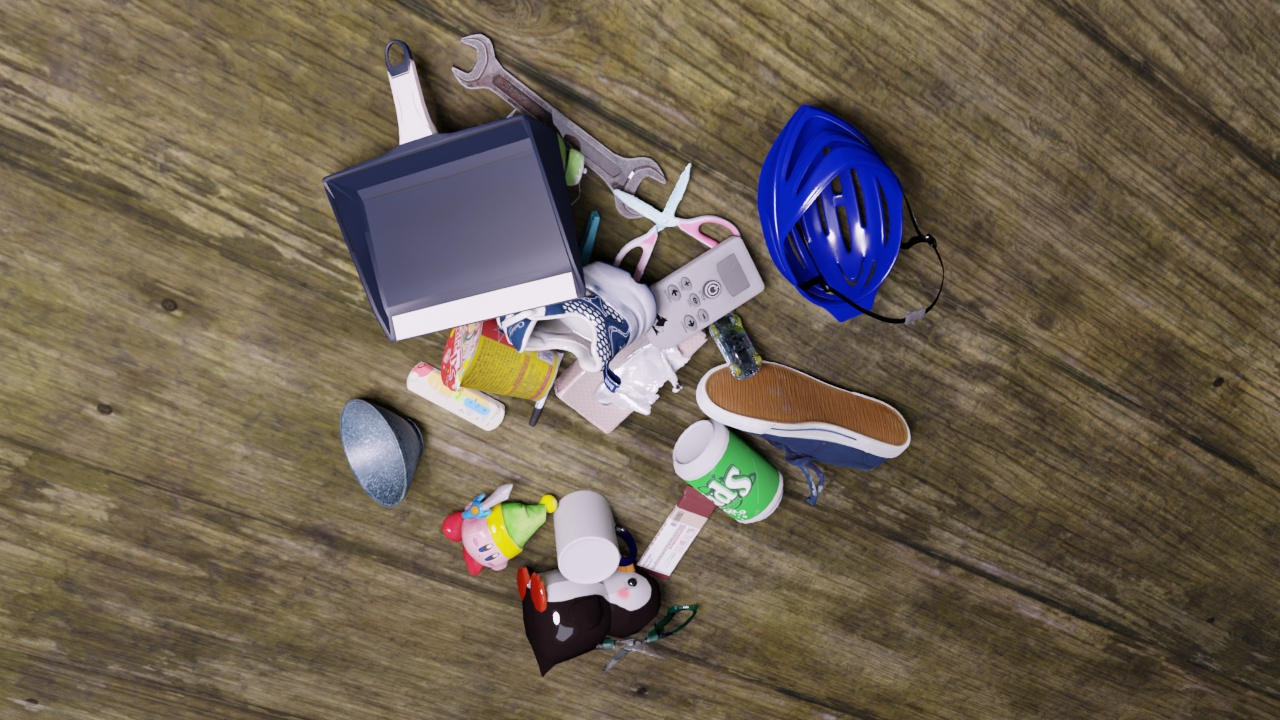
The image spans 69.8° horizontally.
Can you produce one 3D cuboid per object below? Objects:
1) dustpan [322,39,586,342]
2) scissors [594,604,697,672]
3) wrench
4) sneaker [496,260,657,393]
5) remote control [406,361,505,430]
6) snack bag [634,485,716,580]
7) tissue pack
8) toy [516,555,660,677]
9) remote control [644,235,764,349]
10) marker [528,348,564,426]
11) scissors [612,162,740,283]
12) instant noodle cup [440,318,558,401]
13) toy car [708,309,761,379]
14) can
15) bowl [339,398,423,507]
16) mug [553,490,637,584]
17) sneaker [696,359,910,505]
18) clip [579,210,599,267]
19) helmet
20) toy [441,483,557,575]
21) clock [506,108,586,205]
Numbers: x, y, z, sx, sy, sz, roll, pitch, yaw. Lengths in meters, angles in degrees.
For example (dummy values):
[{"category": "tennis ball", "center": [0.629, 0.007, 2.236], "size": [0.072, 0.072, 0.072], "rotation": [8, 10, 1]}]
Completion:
[{"category": "dustpan", "center": [-0.199, -0.173, 0.909], "size": [0.237, 0.080, 0.273], "rotation": [-12, 88, 19]}, {"category": "scissors", "center": [-0.024, 0.384, 1.297], "size": [0.206, 0.201, 0.015], "rotation": [0, 102, 34]}, {"category": "wrench", "center": [-0.083, -0.246, 0.980], "size": [0.273, 0.010, 0.070], "rotation": [34, 109, -24]}, {"category": "sneaker", "center": [-0.120, -0.068, 0.975], "size": [0.269, 0.132, 0.103], "rotation": [29, 139, -6]}, {"category": "remote control", "center": [-0.224, 0.044, 1.118], "size": [0.125, 0.018, 0.038], "rotation": [30, 110, -21]}, {"category": "snack bag", "center": [0.051, 0.241, 1.274], "size": [0.057, 0.013, 0.158], "rotation": [22, 113, -18]}, {"category": "tissue pack", "center": [-0.007, 0.006, 1.105], "size": [0.181, 0.071, 0.104], "rotation": [-44, 116, 11]}, {"category": "toy", "center": [-0.061, 0.341, 1.242], "size": [0.183, 0.159, 0.140], "rotation": [-5, 88, -22]}, {"category": "remote control", "center": [0.066, -0.075, 1.055], "size": [0.151, 0.019, 0.074], "rotation": [-32, 112, -6]}, {"category": "marker", "center": [-0.110, 0.018, 1.124], "size": [0.011, 0.011, 0.152], "rotation": [15, 116, -17]}, {"category": "scissors", "center": [0.030, -0.142, 1.047], "size": [0.170, 0.013, 0.177], "rotation": [24, 118, -29]}, {"category": "instant noodle cup", "center": [-0.159, -0.003, 1.064], "size": [0.112, 0.100, 0.100], "rotation": [20, 115, -29]}, {"category": "toy car", "center": [0.113, -0.020, 1.116], "size": [0.038, 0.027, 0.090], "rotation": [-29, 91, -14]}, {"category": "can", "center": [0.114, 0.144, 1.186], "size": [0.088, 0.087, 0.140], "rotation": [-43, 117, 15]}, {"category": "bowl", "center": [-0.300, 0.103, 1.104], "size": [0.057, 0.137, 0.137], "rotation": [-24, 131, -43]}, {"category": "mug", "center": [-0.057, 0.235, 1.205], "size": [0.112, 0.096, 0.079], "rotation": [19, 114, -18]}, {"category": "sneaker", "center": [0.191, 0.093, 1.175], "size": [0.294, 0.120, 0.128], "rotation": [16, 138, -20]}, {"category": "clip", "center": [-0.069, -0.109, 1.052], "size": [0.097, 0.026, 0.116], "rotation": [-12, 120, 1]}, {"category": "helmet", "center": [0.223, -0.138, 0.965], "size": [0.147, 0.227, 0.242], "rotation": [-22, 122, -8]}, {"category": "toy", "center": [-0.182, 0.210, 1.194], "size": [0.132, 0.096, 0.124], "rotation": [-15, 116, 21]}, {"category": "clock", "center": [-0.113, -0.206, 0.971], "size": [0.095, 0.042, 0.119], "rotation": [-34, 120, 25]}]
